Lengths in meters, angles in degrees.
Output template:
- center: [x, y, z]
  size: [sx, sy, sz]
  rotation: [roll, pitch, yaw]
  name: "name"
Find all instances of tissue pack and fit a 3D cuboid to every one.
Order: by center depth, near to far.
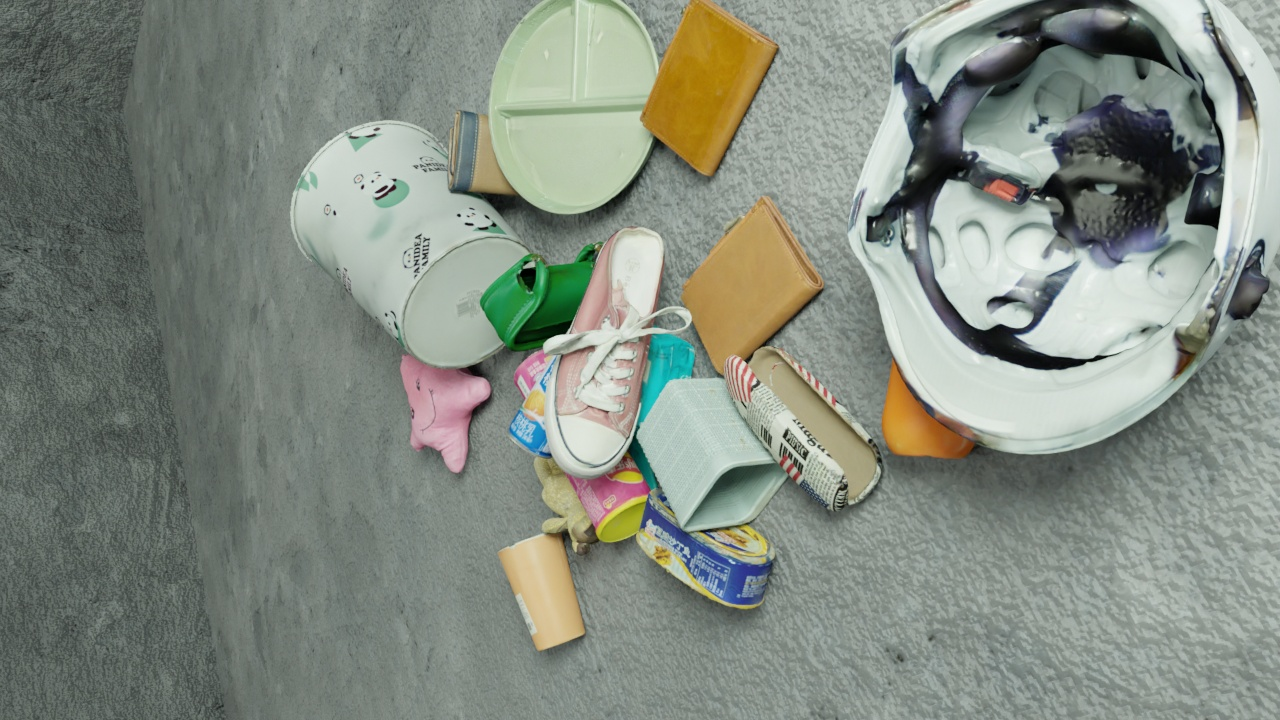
- center: [-0.006, 0.005, 0.928]
  size: [0.133, 0.050, 0.093]
  rotation: [33, 118, 46]
  name: "tissue pack"

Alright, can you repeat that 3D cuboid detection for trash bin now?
- center: [-0.265, -0.134, 1.120]
  size: [0.252, 0.229, 0.230]
  rotation: [43, 124, 34]
  name: "trash bin"

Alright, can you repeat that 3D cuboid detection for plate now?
- center: [-0.069, -0.269, 0.966]
  size: [0.231, 0.027, 0.230]
  rotation: [4, 98, 35]
  name: "plate"

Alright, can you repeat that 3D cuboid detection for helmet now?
- center: [0.251, -0.086, 0.528]
  size: [0.229, 0.145, 0.259]
  rotation: [16, 113, 51]
  name: "helmet"

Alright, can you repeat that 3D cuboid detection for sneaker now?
- center: [-0.026, -0.013, 0.824]
  size: [0.088, 0.118, 0.240]
  rotation: [141, 144, -79]
  name: "sneaker"

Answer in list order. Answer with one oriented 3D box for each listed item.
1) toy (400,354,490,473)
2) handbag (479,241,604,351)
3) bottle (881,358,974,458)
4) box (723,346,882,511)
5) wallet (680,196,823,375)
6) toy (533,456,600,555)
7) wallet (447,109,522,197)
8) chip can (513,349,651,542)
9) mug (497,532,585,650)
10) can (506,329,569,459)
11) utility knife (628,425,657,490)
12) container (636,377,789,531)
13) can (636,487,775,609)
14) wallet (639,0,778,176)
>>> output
- center: [-0.278, 0.055, 1.250]
  size: [0.178, 0.074, 0.195]
  rotation: [44, 125, 30]
  name: "toy"
- center: [-0.097, -0.073, 0.976]
  size: [0.068, 0.131, 0.120]
  rotation: [53, 127, 20]
  name: "handbag"
- center: [0.209, -0.005, 0.657]
  size: [0.067, 0.066, 0.149]
  rotation: [-1, 84, 51]
  name: "bottle"
- center: [0.118, 0.057, 0.753]
  size: [0.163, 0.082, 0.075]
  rotation: [51, 131, 34]
  name: "box"
- center: [0.092, -0.066, 0.816]
  size: [0.132, 0.031, 0.107]
  rotation: [-47, 57, 38]
  name: "wallet"
- center: [-0.079, 0.146, 1.029]
  size: [0.105, 0.066, 0.157]
  rotation: [-59, 41, 20]
  name: "toy"
- center: [-0.162, -0.235, 1.055]
  size: [0.033, 0.115, 0.090]
  rotation: [32, 117, 60]
  name: "wallet"
- center: [-0.059, 0.083, 0.959]
  size: [0.210, 0.071, 0.072]
  rotation: [57, 133, 30]
  name: "chip can"
- center: [-0.111, 0.267, 1.063]
  size: [0.078, 0.078, 0.122]
  rotation: [-35, 70, 47]
  name: "mug"
- center: [-0.076, 0.028, 0.904]
  size: [0.053, 0.053, 0.135]
  rotation: [42, 104, 42]
  name: "can"
- center: [0.002, 0.116, 0.956]
  size: [0.029, 0.013, 0.157]
  rotation: [-31, 69, 45]
  name: "utility knife"
- center: [0.063, 0.079, 0.822]
  size: [0.111, 0.089, 0.090]
  rotation: [59, 134, 35]
  name: "container"
- center: [0.058, 0.169, 0.843]
  size: [0.148, 0.074, 0.049]
  rotation: [28, 110, 46]
  name: "can"
- center: [0.052, -0.256, 0.840]
  size: [0.119, 0.035, 0.131]
  rotation: [46, 126, 28]
  name: "wallet"
